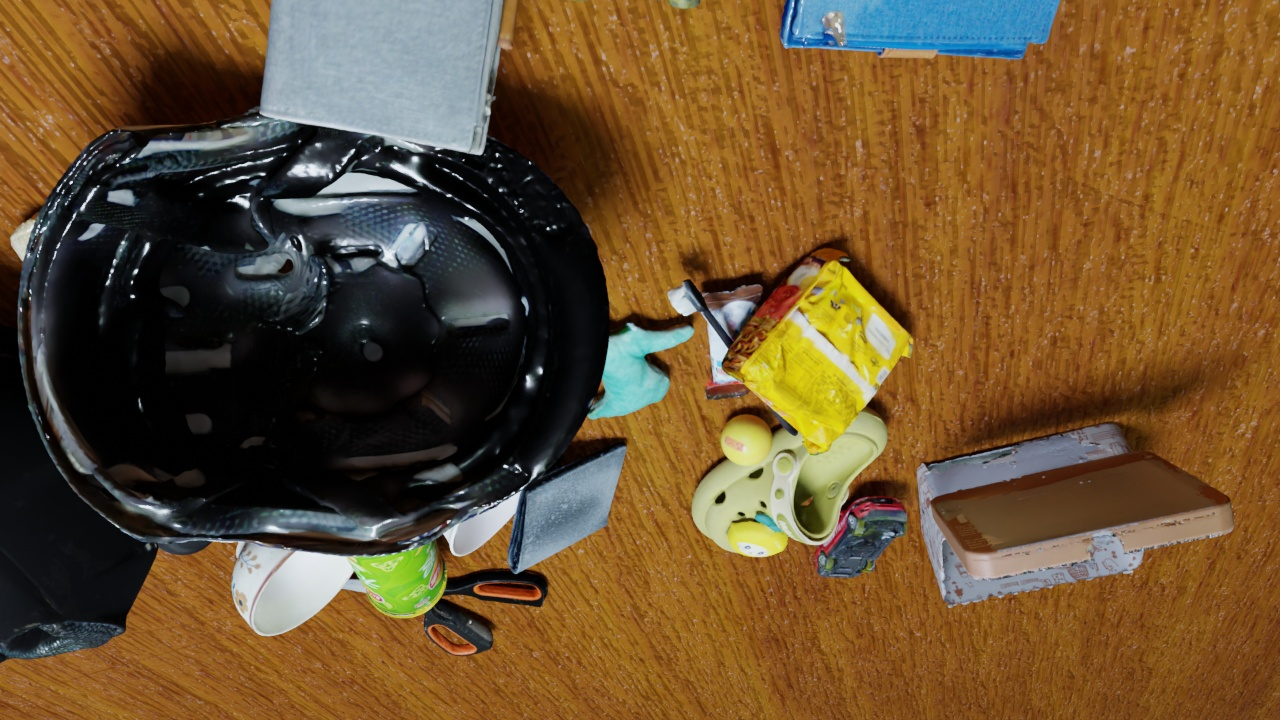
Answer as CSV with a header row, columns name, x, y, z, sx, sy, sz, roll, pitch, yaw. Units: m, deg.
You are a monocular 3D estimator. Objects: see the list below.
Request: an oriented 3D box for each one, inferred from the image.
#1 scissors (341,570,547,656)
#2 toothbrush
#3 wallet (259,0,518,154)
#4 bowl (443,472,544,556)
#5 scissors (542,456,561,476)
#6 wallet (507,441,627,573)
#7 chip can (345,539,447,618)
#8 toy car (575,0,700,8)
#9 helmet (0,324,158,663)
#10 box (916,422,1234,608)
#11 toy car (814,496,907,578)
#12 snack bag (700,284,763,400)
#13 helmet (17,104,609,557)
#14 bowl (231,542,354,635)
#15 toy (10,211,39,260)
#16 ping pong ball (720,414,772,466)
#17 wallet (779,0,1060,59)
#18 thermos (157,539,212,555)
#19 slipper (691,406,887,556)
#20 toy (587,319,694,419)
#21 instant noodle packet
name,x,y,z,sx,sy,sz,roll,pitch,yaw
scissors,-0.195,0.222,0.882,0.225,0.021,0.221,-12,133,4
toothbrush,0.069,0.004,0.626,0.018,0.015,0.181,-25,134,20
wallet,-0.108,-0.165,0.411,0.106,0.037,0.130,7,106,-17
bowl,-0.122,0.078,0.681,0.065,0.118,0.119,36,137,14
scissors,-0.136,0.113,0.767,0.166,0.014,0.163,27,128,-31
wallet,-0.060,0.120,0.749,0.097,0.019,0.121,-24,148,-32
chip can,-0.196,0.137,0.713,0.072,0.072,0.222,-1,150,-5
toy car,-0.003,-0.191,0.425,0.090,0.035,0.042,3,137,-1
helmet,-0.425,0.081,0.540,0.274,0.229,0.234,35,139,-26
box,0.327,0.123,0.742,0.179,0.130,0.272,-14,163,8
toy car,0.196,0.157,0.830,0.053,0.045,0.121,4,143,-15
snack bag,0.064,-0.013,0.639,0.045,0.026,0.105,-5,136,4
helmet,-0.165,-0.015,0.498,0.273,0.230,0.157,-7,-179,-13
bowl,-0.289,0.161,0.754,0.062,0.113,0.114,35,141,20
toy,-0.313,-0.025,0.564,0.105,0.066,0.157,9,144,35
ping pong ball,0.083,0.062,0.714,0.040,0.040,0.040,-3,138,-3
wallet,0.139,-0.195,0.435,0.133,0.040,0.107,0,130,-7
thermos,-0.281,0.060,0.650,0.243,0.068,0.090,-34,124,28
slipper,0.120,0.108,0.743,0.091,0.081,0.191,29,126,-29
toy,-0.004,0.004,0.649,0.096,0.030,0.092,-18,140,5
instant noodle packet,0.123,-0.003,0.623,0.111,0.044,0.128,-49,130,1
